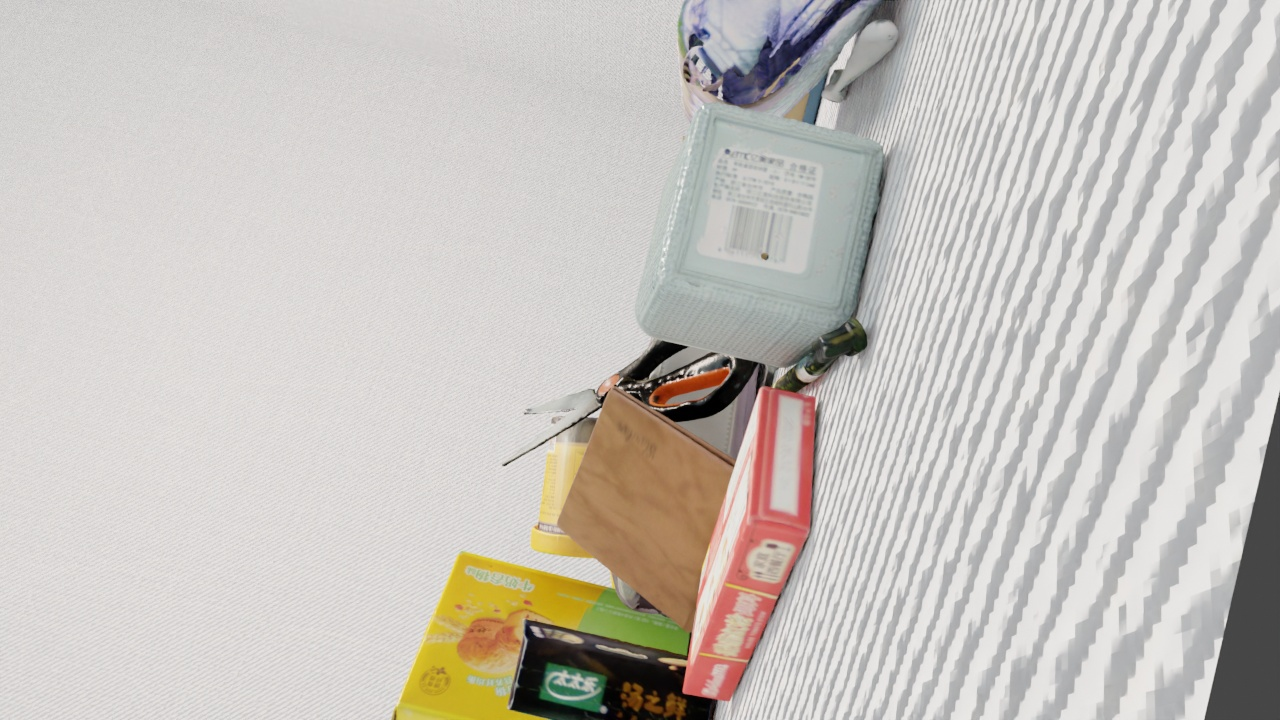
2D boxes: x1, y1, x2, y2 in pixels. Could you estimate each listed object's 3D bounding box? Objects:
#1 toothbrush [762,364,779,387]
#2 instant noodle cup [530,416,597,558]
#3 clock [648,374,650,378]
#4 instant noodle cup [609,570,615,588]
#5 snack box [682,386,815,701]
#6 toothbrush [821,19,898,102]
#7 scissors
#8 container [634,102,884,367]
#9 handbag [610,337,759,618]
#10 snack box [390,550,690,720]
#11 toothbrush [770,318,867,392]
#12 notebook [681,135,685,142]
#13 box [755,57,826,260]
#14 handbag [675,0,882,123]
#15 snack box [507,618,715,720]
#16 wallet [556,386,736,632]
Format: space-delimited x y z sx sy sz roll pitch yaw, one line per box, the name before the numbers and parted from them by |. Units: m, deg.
toothbrush | 0.064 0.067 0.538 0.018 0.015 0.181 158 126 -82
instant noodle cup | -0.033 0.107 0.790 0.118 0.118 0.114 73 -161 -86
clock | 0.036 0.032 0.811 0.055 0.082 0.122 -61 -38 -19
instant noodle cup | 0.011 0.171 0.932 0.116 0.116 0.123 92 179 -74
snack box | 0.048 0.090 0.424 0.153 0.025 0.075 100 -178 -45
toothbrush | 0.113 -0.155 0.477 0.180 0.016 0.016 -59 -12 -81
scissors | -0.004 0.014 0.602 0.222 0.022 0.210 -41 23 0
container | 0.050 -0.053 0.406 0.111 0.090 0.090 109 174 -83
handbag | 0.031 0.067 0.666 0.196 0.098 0.145 -73 -10 -53
snack box | -0.071 0.252 0.730 0.157 0.210 0.070 -76 -1 -54
toothbrush | 0.072 0.005 0.407 0.186 0.017 0.012 86 160 -82
notebook | 0.062 -0.071 0.817 0.211 0.012 0.149 63 -154 -53
box | 0.107 -0.176 0.761 0.089 0.060 0.184 -73 -3 -69
handbag | 0.076 -0.183 0.494 0.134 0.075 0.193 -48 1 9
snack box | -0.015 0.189 0.541 0.126 0.113 0.053 92 -170 -75
wallet | 0.008 0.085 0.534 0.020 0.115 0.101 -7 -57 -56
